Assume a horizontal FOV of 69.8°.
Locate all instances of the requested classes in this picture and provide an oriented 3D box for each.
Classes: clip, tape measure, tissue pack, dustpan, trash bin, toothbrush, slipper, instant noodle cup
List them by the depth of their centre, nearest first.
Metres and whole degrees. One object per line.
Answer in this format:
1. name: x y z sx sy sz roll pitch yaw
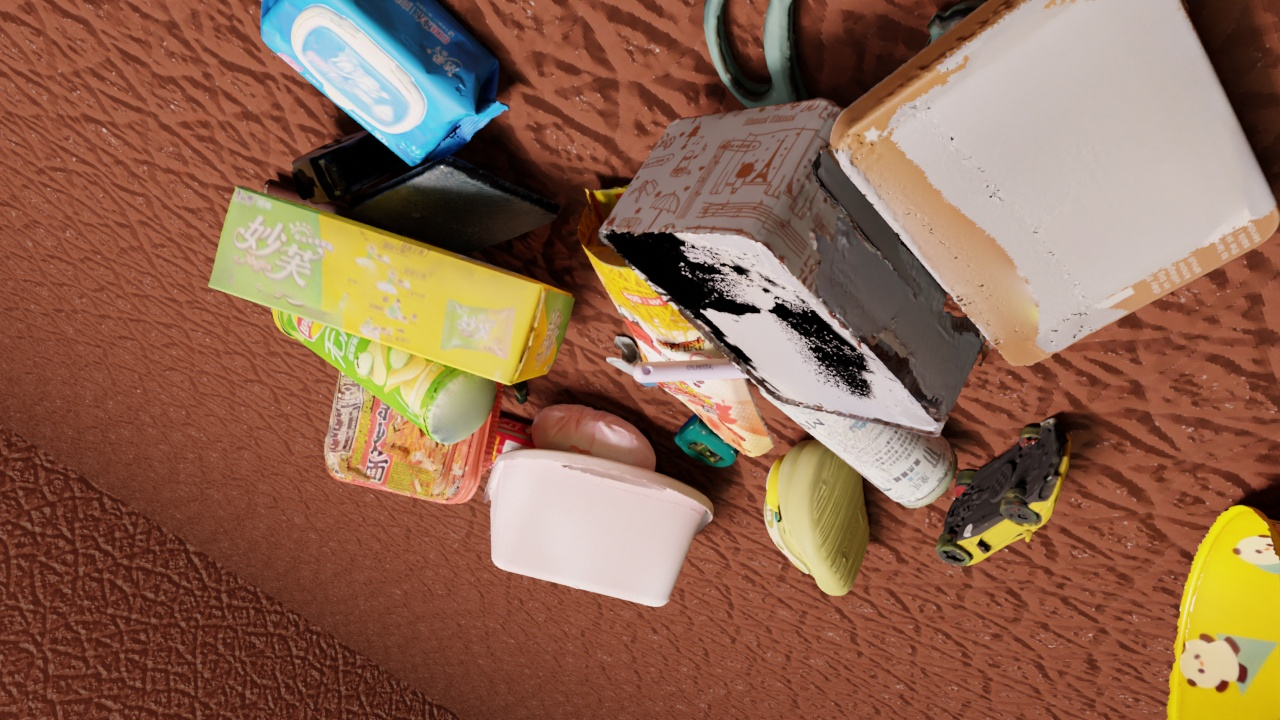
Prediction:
1. trash bin: 0.469 0.219 0.518 0.255 0.229 0.230 9 145 19
2. tissue pack: -0.159 -0.184 0.540 0.157 0.052 0.095 41 147 -23
3. toothbrush: 0.089 0.003 0.575 0.189 0.029 0.021 -3 167 -6
4. tape measure: -0.206 -0.135 0.635 0.066 0.065 0.033 -3 119 37
5. clip: -0.004 0.003 0.742 0.025 0.029 0.057 -5 147 45
6. slipper: 0.138 0.131 0.758 0.082 0.091 0.191 11 149 30
7. tape measure: 0.059 0.070 0.786 0.054 0.025 0.058 32 150 -6
8. toothbrush: -0.111 -0.009 0.804 0.012 0.017 0.186 -11 149 -9
9. instant noodle cup: -0.190 0.038 0.822 0.189 0.164 0.079 6 174 33
10. dustpan: -0.038 0.132 0.889 0.222 0.139 0.273 14 -173 -7

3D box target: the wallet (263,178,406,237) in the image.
1. wallet: -0.247 -0.101 0.769 0.122 0.020 0.096 20 154 9

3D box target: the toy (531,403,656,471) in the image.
1. toy: -0.043 0.090 0.873 0.121 0.054 0.160 17 156 10

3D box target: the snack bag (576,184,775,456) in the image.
1. snack bag: 0.025 -0.022 0.626 0.128 0.073 0.208 36 159 37

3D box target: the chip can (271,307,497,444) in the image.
1. chip can: -0.213 -0.008 0.759 0.221 0.072 0.073 29 154 29

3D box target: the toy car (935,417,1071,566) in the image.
1. toy car: 0.252 0.097 0.632 0.041 0.071 0.156 26 149 4

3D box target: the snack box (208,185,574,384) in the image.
1. snack box: -0.161 -0.049 0.642 0.210 0.070 0.157 18 -177 2

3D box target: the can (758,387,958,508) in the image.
1. can: 0.151 0.041 0.637 0.146 0.058 0.058 38 148 -18

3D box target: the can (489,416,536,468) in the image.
1. can: -0.154 0.082 0.939 0.133 0.053 0.053 15 148 19

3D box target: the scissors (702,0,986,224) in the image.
1. scissors: 0.112 -0.128 0.450 0.179 0.019 0.172 4 141 32

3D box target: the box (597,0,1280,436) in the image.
1. box: 0.127 -0.058 0.434 0.275 0.124 0.179 -16 136 41

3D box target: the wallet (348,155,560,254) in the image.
1. wallet: -0.129 -0.105 0.632 0.121 0.019 0.097 -10 161 43
